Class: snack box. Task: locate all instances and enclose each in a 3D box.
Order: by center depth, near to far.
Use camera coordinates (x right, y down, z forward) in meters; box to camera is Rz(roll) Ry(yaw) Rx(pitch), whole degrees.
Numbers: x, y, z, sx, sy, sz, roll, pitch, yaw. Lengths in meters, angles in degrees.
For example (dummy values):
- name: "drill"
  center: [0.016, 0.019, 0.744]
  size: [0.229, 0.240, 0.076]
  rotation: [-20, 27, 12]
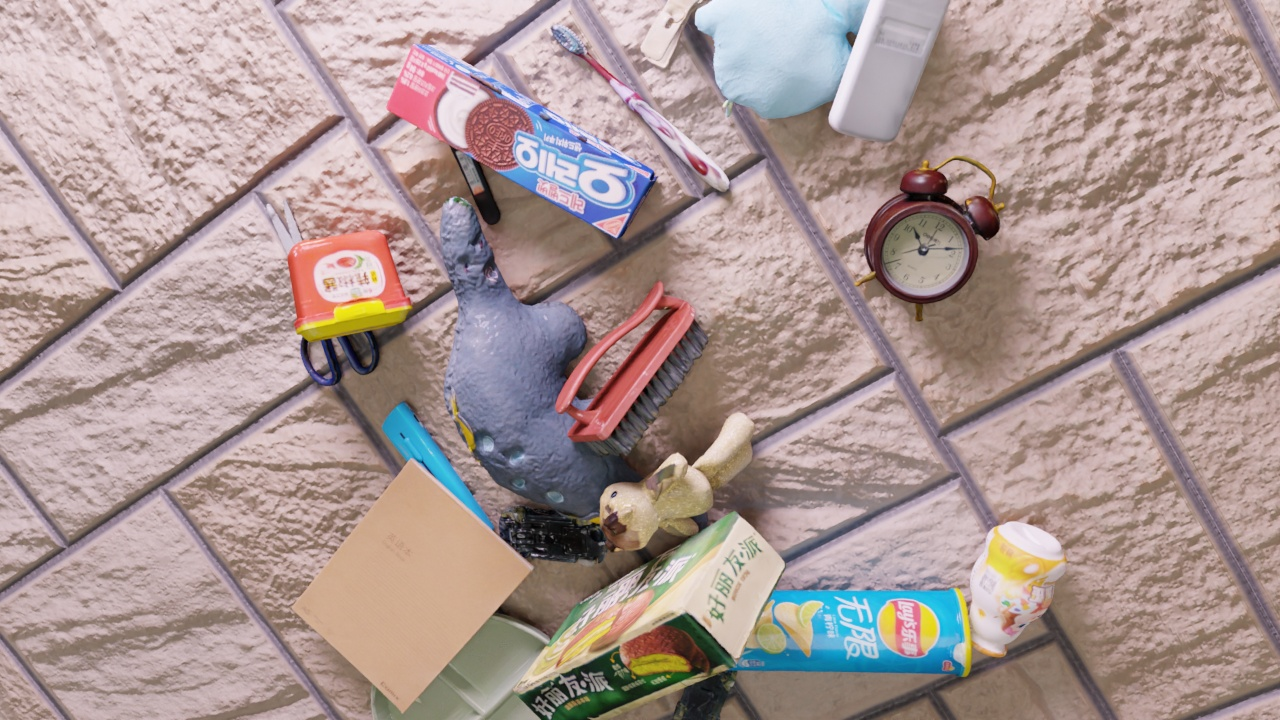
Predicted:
- name: "snack box"
  center: [-0.089, -0.171, 0.715]
  size: [0.207, 0.057, 0.058]
  rotation: [29, 108, -5]
- name: "snack box"
  center: [0.003, 0.220, 0.745]
  size: [0.063, 0.114, 0.241]
  rotation: [47, 132, -3]
- name: "snack box"
  center: [-0.246, -0.062, 0.764]
  size: [0.091, 0.082, 0.080]
  rotation: [-14, 93, -25]

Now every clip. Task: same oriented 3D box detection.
- name: "clip"
  center: [0.032, -0.268, 0.685]
  size: [0.034, 0.070, 0.100]
  rotation: [27, 101, 0]

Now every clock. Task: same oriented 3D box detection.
- name: "clock"
  center: [0.218, -0.095, 0.691]
  size: [0.082, 0.055, 0.122]
  rotation: [30, 111, 1]

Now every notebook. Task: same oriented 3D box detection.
- name: "notebook"
  center: [-0.216, 0.213, 0.853]
  size: [0.149, 0.012, 0.212]
  rotation: [42, 108, 2]

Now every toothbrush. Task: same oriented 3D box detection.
- name: "toothbrush"
  center: [0.000, -0.199, 0.721]
  size: [0.187, 0.017, 0.016]
  rotation: [43, 109, -3]

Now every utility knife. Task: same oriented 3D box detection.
- name: "utility knife"
  center: [-0.181, 0.110, 0.839]
  size: [0.034, 0.018, 0.161]
  rotation: [-33, 99, 16]

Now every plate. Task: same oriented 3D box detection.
- name: "plate"
  center: [-0.151, 0.344, 0.895]
  size: [0.230, 0.027, 0.230]
  rotation: [3, 106, 10]

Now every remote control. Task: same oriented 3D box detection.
- name: "remote control"
  center: [0.179, -0.224, 0.651]
  size: [0.056, 0.020, 0.136]
  rotation: [8, 117, -17]

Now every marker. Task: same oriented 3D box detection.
- name: "marker"
  center: [-0.145, -0.170, 0.757]
  size: [0.018, 0.015, 0.124]
  rotation: [-19, 104, 12]

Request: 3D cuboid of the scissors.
- name: "scissors"
  center: [-0.279, -0.061, 0.812]
  size: [0.126, 0.012, 0.174]
  rotation: [10, 106, 9]

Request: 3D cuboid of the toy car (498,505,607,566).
- name: "toy car"
  center: [-0.076, 0.155, 0.826]
  size: [0.106, 0.031, 0.049]
  rotation: [3, 110, 15]

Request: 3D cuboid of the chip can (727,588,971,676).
- name: "chip can"
  center: [0.166, 0.231, 0.781]
  size: [0.210, 0.071, 0.071]
  rotation: [-2, 105, 9]

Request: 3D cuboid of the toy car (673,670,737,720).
- name: "toy car"
  center: [0.060, 0.301, 0.843]
  size: [0.043, 0.034, 0.091]
  rotation: [15, 107, 2]

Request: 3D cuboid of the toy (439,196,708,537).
- name: "toy"
  center: [-0.084, 0.036, 0.764]
  size: [0.138, 0.091, 0.356]
  rotation: [-34, 103, -1]

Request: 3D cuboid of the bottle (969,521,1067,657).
- name: "bottle"
  center: [0.303, 0.189, 0.754]
  size: [0.063, 0.063, 0.108]
  rotation: [17, 108, 5]

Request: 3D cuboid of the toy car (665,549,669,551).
- name: "toy car"
  center: [0.063, 0.180, 0.803]
  size: [0.090, 0.042, 0.035]
  rotation: [-8, 102, 12]

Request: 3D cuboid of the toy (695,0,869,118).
- name: "toy"
  center: [0.124, -0.236, 0.672]
  size: [0.161, 0.049, 0.156]
  rotation: [30, 105, -12]

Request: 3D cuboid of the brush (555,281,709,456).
- name: "brush"
  center: [-0.004, 0.004, 0.729]
  size: [0.069, 0.063, 0.145]
  rotation: [45, 67, -17]

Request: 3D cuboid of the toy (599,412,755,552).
- name: "toy"
  center: [0.033, 0.097, 0.744]
  size: [0.066, 0.157, 0.105]
  rotation: [44, 154, 30]
